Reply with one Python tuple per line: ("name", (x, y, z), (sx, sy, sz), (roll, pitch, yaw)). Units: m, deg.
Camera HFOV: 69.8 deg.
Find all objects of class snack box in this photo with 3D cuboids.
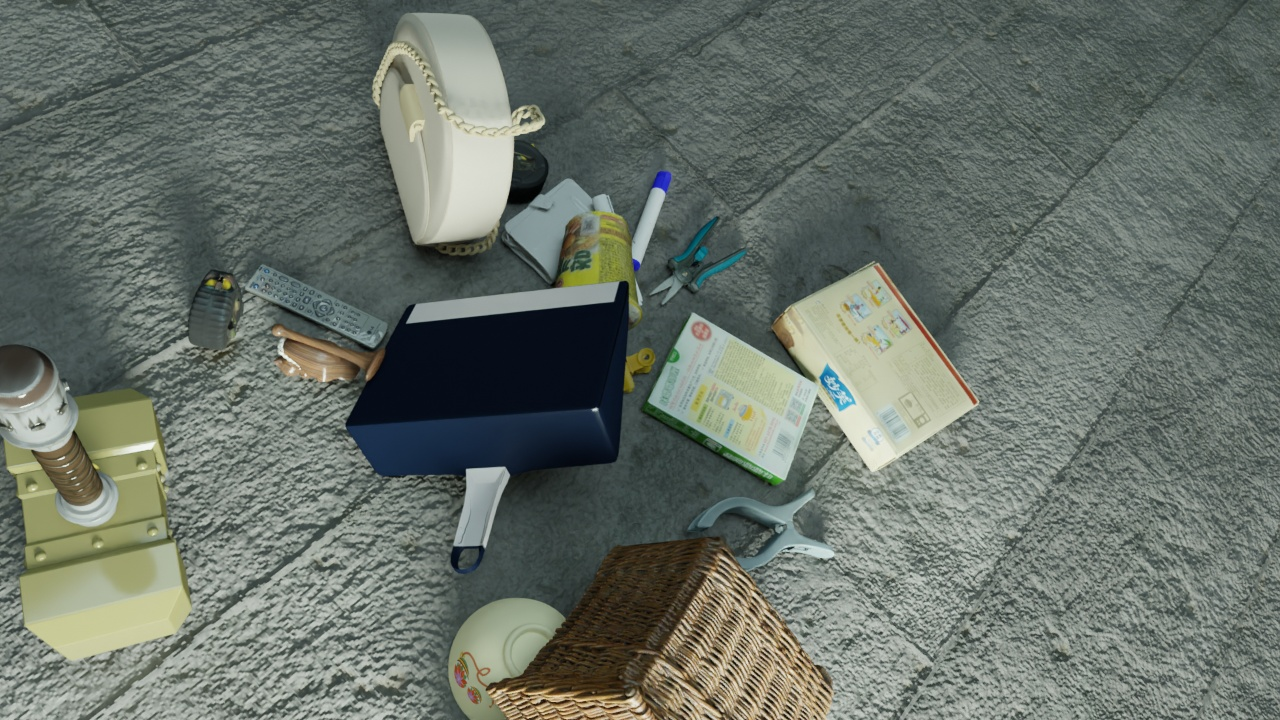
("snack box", (0.101, 0.041, 0.997), (0.168, 0.027, 0.131), (30, 57, -4))
("snack box", (0.271, 0.003, 1.064), (0.153, 0.055, 0.207), (-26, 76, -29))

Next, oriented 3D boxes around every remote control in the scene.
("remote control", (-0.312, -0.051, 0.891), (0.136, 0.013, 0.033), (27, 59, -7))

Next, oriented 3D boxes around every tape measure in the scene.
("tape measure", (-0.382, -0.042, 0.828), (0.038, 0.067, 0.062), (13, 61, -15))
("tape measure", (-0.140, -0.213, 1.023), (0.072, 0.042, 0.071), (2, 61, -23))

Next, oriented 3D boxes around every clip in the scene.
("clip", (-0.007, 0.006, 0.981), (0.046, 0.035, 0.053), (-20, 71, -9))
("clip", (0.126, 0.188, 0.925), (0.163, 0.028, 0.108), (-6, 69, -31))

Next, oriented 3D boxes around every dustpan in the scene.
("dustpan", (-0.133, 0.054, 0.821), (0.236, 0.080, 0.272), (-5, 41, 16))

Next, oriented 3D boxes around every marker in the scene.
("marker", (-0.024, -0.121, 1.019), (0.020, 0.017, 0.133), (-18, 86, -22))
("marker", (0.010, -0.164, 1.067), (0.020, 0.020, 0.141), (24, 59, -9))

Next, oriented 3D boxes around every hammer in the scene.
("hammer", (-0.383, 0.075, 0.617), (0.100, 0.326, 0.190), (-11, 69, -25))

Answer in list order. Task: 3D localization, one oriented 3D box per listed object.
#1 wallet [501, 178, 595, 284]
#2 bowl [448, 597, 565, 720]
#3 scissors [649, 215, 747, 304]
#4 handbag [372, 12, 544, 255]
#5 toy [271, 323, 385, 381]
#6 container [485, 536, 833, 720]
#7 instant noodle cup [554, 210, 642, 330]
("wallet", (-0.089, -0.147, 1.015), (0.086, 0.032, 0.116), (40, 58, -1))
("bowl", (-0.100, 0.256, 0.785), (0.118, 0.074, 0.117), (9, 62, -17))
("scissors", (0.068, -0.116, 1.067), (0.122, 0.019, 0.149), (14, 66, -18))
("handbag", (-0.189, -0.229, 0.912), (0.103, 0.209, 0.210), (-9, 69, -28))
("toy", (-0.292, -0.001, 0.848), (0.102, 0.055, 0.041), (20, 45, -2))
("container", (0.038, 0.273, 0.744), (0.250, 0.163, 0.182), (54, 46, -21))
("instant noodle cup", (-0.046, -0.093, 0.959), (0.102, 0.102, 0.108), (8, 65, -17))
